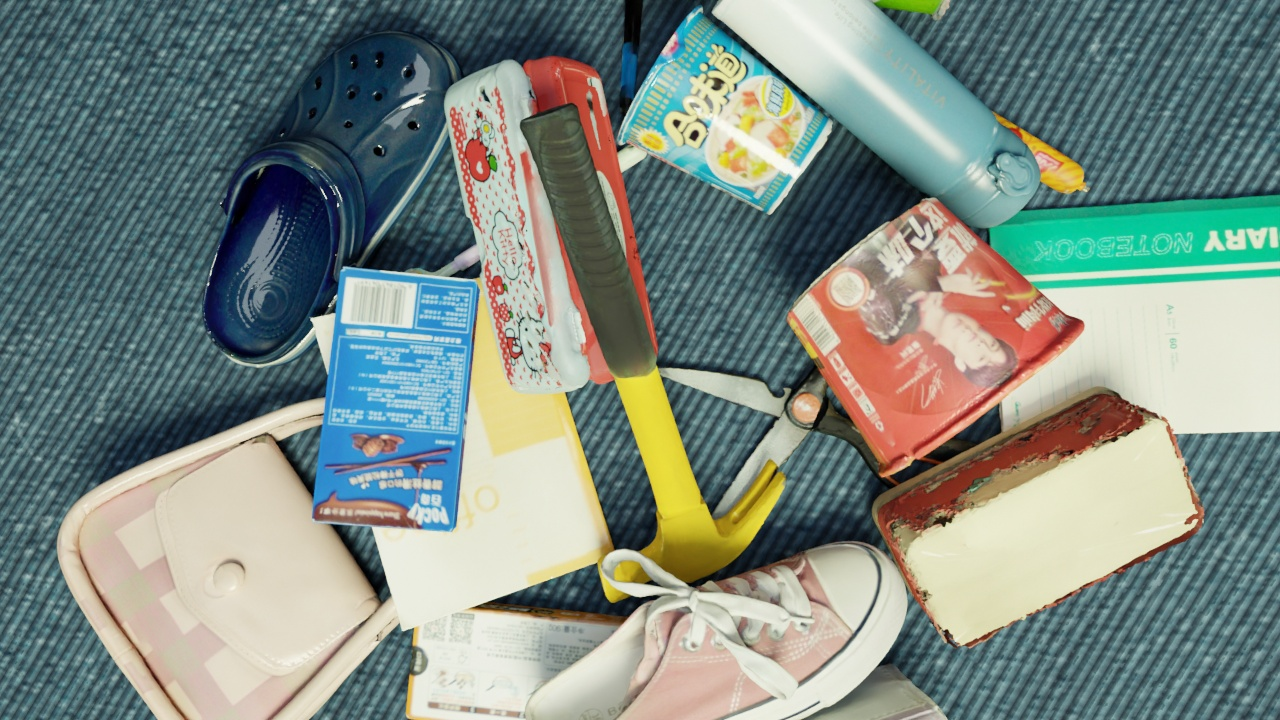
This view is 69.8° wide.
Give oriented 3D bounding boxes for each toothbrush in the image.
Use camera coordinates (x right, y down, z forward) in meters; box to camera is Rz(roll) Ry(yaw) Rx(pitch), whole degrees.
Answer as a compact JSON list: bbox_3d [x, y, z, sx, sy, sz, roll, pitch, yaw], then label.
[{"bbox_3d":[-0.004,-0.261,0.625,0.014,0.016,0.189,4,88,6],"label":"toothbrush"},{"bbox_3d":[-0.078,-0.097,0.621,0.189,0.029,0.020,-30,127,2],"label":"toothbrush"}]

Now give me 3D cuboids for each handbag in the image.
[{"bbox_3d":[-0.228,0.122,0.602,0.234,0.093,0.193,-36,84,-8],"label":"handbag"},{"bbox_3d":[0.089,0.281,0.533,0.197,0.098,0.145,-18,93,-7],"label":"handbag"}]

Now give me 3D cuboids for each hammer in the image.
[{"bbox_3d":[-0.003,0.003,0.529,0.129,0.033,0.301,-20,113,-3],"label":"hammer"}]

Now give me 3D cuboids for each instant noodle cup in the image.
[{"bbox_3d":[0.056,-0.149,0.578,0.110,0.099,0.099,33,90,-2],"label":"instant noodle cup"},{"bbox_3d":[0.158,-0.017,0.519,0.138,0.138,0.108,-38,80,2],"label":"instant noodle cup"}]

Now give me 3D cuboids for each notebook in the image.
[{"bbox_3d":[-0.114,0.052,0.598,0.145,0.010,0.206,-16,85,-15],"label":"notebook"},{"bbox_3d":[0.332,-0.027,0.582,0.209,0.012,0.150,-3,86,6],"label":"notebook"}]

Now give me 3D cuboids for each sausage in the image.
[{"bbox_3d":[0.218,-0.154,0.594,0.165,0.021,0.021,33,90,6],"label":"sausage"}]

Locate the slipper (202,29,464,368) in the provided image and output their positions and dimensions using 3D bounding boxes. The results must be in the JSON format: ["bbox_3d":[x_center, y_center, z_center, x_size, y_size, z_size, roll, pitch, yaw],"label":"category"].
[{"bbox_3d":[-0.215,-0.112,0.600,0.105,0.095,0.253,32,94,4],"label":"slipper"}]

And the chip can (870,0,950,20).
[{"bbox_3d":[0.081,-0.271,0.581,0.236,0.072,0.072,10,88,2],"label":"chip can"}]

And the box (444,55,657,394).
[{"bbox_3d":[-0.065,-0.081,0.579,0.100,0.095,0.201,-9,97,23],"label":"box"}]

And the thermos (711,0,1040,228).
[{"bbox_3d":[0.146,-0.165,0.551,0.220,0.070,0.070,37,91,-11],"label":"thermos"}]

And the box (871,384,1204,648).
[{"bbox_3d":[0.233,0.093,0.540,0.168,0.077,0.091,-28,104,3],"label":"box"}]

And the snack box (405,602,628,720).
[{"bbox_3d":[-0.074,0.201,0.601,0.154,0.026,0.075,4,87,5],"label":"snack box"}]

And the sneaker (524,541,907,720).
[{"bbox_3d":[0.043,0.159,0.525,0.241,0.118,0.088,-22,128,-8],"label":"sneaker"}]

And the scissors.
[{"bbox_3d":[0.126,0.022,0.593,0.233,0.021,0.221,21,89,5],"label":"scissors"}]

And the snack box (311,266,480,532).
[{"bbox_3d":[-0.150,0.024,0.568,0.084,0.026,0.157,5,82,-5],"label":"snack box"}]
